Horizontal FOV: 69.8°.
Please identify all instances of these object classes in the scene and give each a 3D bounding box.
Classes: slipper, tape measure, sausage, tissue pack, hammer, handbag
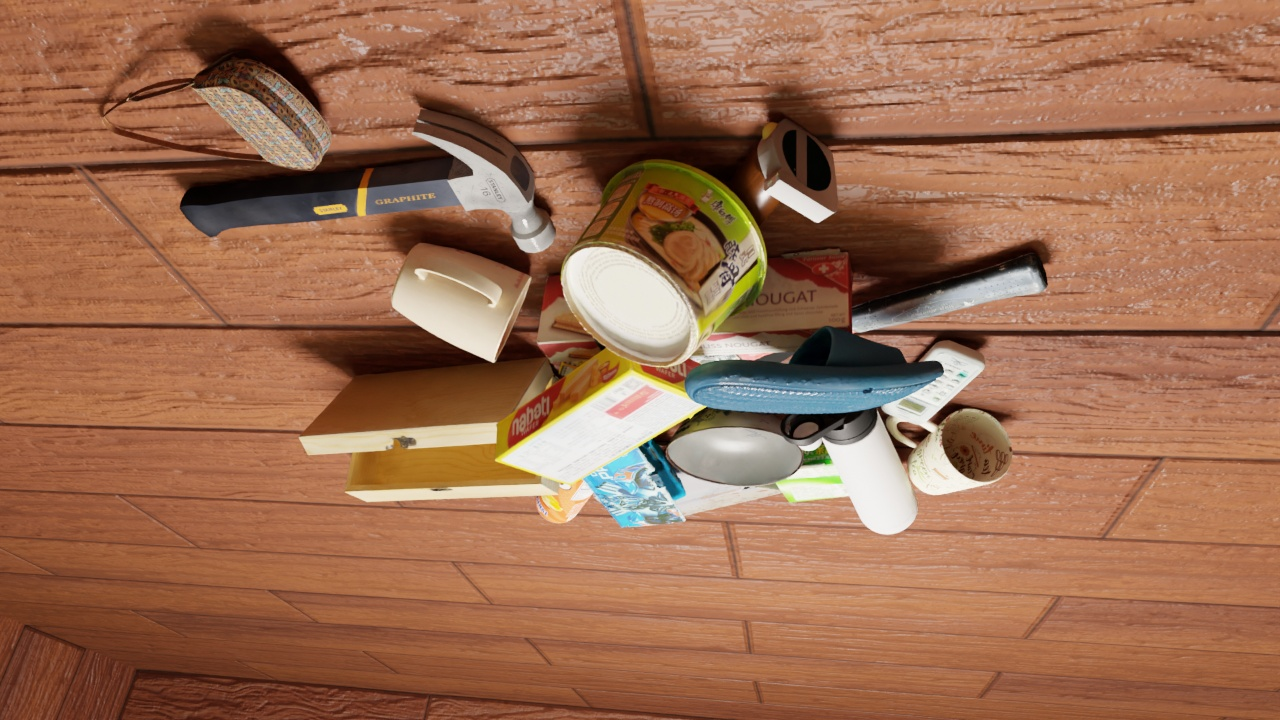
[{"bbox_3d":[0.138,0.010,0.745,0.213,0.059,0.104,0,162,-13],"label":"slipper"},{"bbox_3d":[0.110,-0.134,0.645,0.064,0.064,0.017,23,146,-29],"label":"tape measure"},{"bbox_3d":[0.071,-0.111,0.720,0.040,0.040,0.156,17,148,-16],"label":"sausage"},{"bbox_3d":[0.214,0.134,1.101,0.114,0.034,0.099,-8,145,23],"label":"tissue pack"},{"bbox_3d":[0.196,-0.031,0.832,0.327,0.036,0.140,-16,141,33],"label":"hammer"},{"bbox_3d":[-0.237,-0.132,0.755,0.313,0.035,0.139,-3,146,17],"label":"hammer"},{"bbox_3d":[-0.329,-0.186,0.696,0.196,0.043,0.093,3,154,23],"label":"handbag"}]

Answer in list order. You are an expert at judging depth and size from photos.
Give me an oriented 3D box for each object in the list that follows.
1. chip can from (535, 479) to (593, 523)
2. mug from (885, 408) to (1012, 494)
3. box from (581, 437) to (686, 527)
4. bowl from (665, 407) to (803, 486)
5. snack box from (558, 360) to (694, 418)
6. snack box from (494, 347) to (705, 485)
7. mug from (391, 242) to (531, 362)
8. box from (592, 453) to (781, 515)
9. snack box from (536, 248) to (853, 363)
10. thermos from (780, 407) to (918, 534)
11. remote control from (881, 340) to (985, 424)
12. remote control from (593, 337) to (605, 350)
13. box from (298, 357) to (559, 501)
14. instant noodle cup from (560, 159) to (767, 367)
[{"bbox_3d":[-0.080,0.141,1.147,0.062,0.062,0.211,14,148,-12],"label":"chip can"},{"bbox_3d":[0.320,0.095,0.992,0.122,0.080,0.097,31,155,1],"label":"mug"},{"bbox_3d":[-0.019,0.120,1.001,0.091,0.066,0.243,-25,144,4],"label":"box"},{"bbox_3d":[0.105,0.085,1.019,0.151,0.056,0.151,6,149,3],"label":"bowl"},{"bbox_3d":[-0.007,0.016,0.937,0.149,0.025,0.061,19,154,-5],"label":"snack box"},{"bbox_3d":[-0.038,0.049,0.821,0.092,0.042,0.201,23,139,-35],"label":"snack box"},{"bbox_3d":[-0.158,-0.060,0.800,0.104,0.085,0.112,23,165,-4],"label":"mug"},{"bbox_3d":[0.060,0.167,1.186,0.217,0.063,0.157,-22,149,39],"label":"box"},{"bbox_3d":[0.045,-0.045,0.799,0.273,0.076,0.044,-2,152,17],"label":"snack box"},{"bbox_3d":[0.230,0.115,0.994,0.101,0.068,0.230,-37,132,-3],"label":"thermos"},{"bbox_3d":[0.287,0.021,0.906,0.050,0.022,0.134,21,148,-1],"label":"remote control"},{"bbox_3d":[-0.005,0.005,0.810,0.039,0.010,0.125,-7,150,23],"label":"remote control"},{"bbox_3d":[-0.214,0.070,0.994,0.249,0.140,0.148,-5,144,20],"label":"box"},{"bbox_3d":[0.013,-0.068,0.697,0.146,0.097,0.146,23,142,19],"label":"instant noodle cup"}]
